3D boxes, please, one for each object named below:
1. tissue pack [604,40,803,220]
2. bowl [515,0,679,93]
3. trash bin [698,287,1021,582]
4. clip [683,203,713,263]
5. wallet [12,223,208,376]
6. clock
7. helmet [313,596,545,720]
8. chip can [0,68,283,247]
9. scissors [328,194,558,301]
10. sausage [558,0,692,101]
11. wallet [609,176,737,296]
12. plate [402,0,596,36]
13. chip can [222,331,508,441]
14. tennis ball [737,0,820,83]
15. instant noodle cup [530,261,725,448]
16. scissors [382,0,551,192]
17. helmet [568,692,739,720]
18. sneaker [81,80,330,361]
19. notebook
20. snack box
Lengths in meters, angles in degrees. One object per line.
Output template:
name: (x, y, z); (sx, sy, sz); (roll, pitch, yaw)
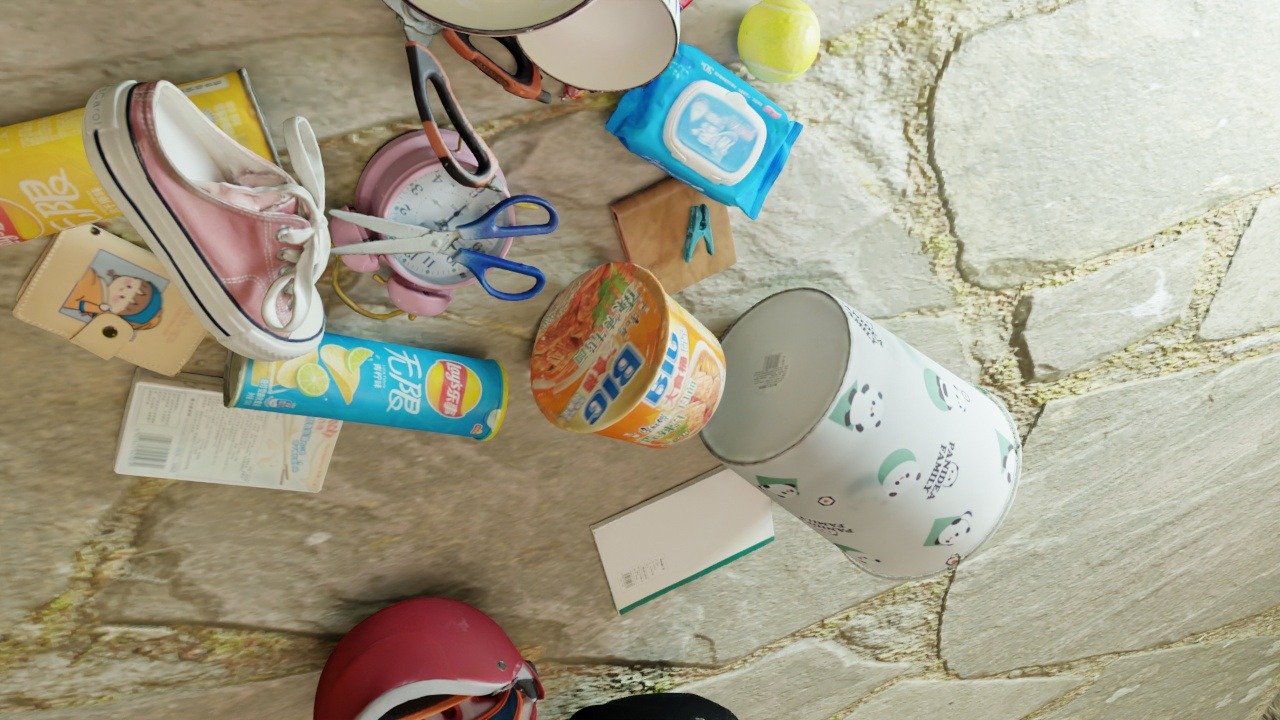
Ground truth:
tissue pack: (0.057, -0.185, 0.739); (0.157, 0.052, 0.095); (26, 100, -26)
bowl: (-0.028, -0.253, 0.644); (0.116, 0.066, 0.117); (7, 155, 3)
trash bin: (0.203, 0.068, 0.899); (0.251, 0.229, 0.230); (32, 103, -33)
clip: (0.051, -0.112, 0.802); (0.037, 0.013, 0.055); (-18, 131, -18)
wallet: (-0.367, -0.040, 0.650); (0.115, 0.024, 0.087); (30, 99, -39)
clock: (-0.165, -0.097, 0.692); (0.158, 0.060, 0.117); (-42, 131, 3)
helmet: (-0.211, 0.322, 0.897); (0.207, 0.144, 0.240); (-28, 143, -8)
chip can: (-0.343, -0.124, 0.575); (0.213, 0.072, 0.072); (-21, 128, -15)
scissors: (-0.139, -0.078, 0.672); (0.170, 0.012, 0.144); (-27, 128, -10)
sausage: (-0.002, -0.250, 0.704); (0.156, 0.020, 0.020); (-41, 130, 3)
wallet: (0.033, -0.111, 0.815); (0.101, 0.020, 0.115); (-28, 132, -8)
plate: (-0.081, -0.292, 0.564); (0.192, 0.039, 0.192); (0, 93, 9)
chip can: (-0.215, 0.018, 0.734); (0.210, 0.071, 0.071); (10, 115, -33)
tennis ball: (0.110, -0.255, 0.729); (0.065, 0.065, 0.066); (-14, 126, -20)
instant noodle cup: (-0.005, 0.005, 0.795); (0.151, 0.151, 0.111); (-51, 137, 10)
scissors: (-0.137, -0.217, 0.620); (0.223, 0.015, 0.189); (5, 85, -47)
helmet: (0.004, 0.518, 1.059); (0.230, 0.274, 0.234); (2, 114, 2)
sneaker: (-0.236, -0.076, 0.569); (0.088, 0.118, 0.241); (-6, 150, 2)
notebook: (0.055, 0.196, 1.032); (0.209, 0.012, 0.150); (-23, 128, -13)
snack box: (-0.325, 0.058, 0.733); (0.156, 0.027, 0.085); (11, 114, -33)
